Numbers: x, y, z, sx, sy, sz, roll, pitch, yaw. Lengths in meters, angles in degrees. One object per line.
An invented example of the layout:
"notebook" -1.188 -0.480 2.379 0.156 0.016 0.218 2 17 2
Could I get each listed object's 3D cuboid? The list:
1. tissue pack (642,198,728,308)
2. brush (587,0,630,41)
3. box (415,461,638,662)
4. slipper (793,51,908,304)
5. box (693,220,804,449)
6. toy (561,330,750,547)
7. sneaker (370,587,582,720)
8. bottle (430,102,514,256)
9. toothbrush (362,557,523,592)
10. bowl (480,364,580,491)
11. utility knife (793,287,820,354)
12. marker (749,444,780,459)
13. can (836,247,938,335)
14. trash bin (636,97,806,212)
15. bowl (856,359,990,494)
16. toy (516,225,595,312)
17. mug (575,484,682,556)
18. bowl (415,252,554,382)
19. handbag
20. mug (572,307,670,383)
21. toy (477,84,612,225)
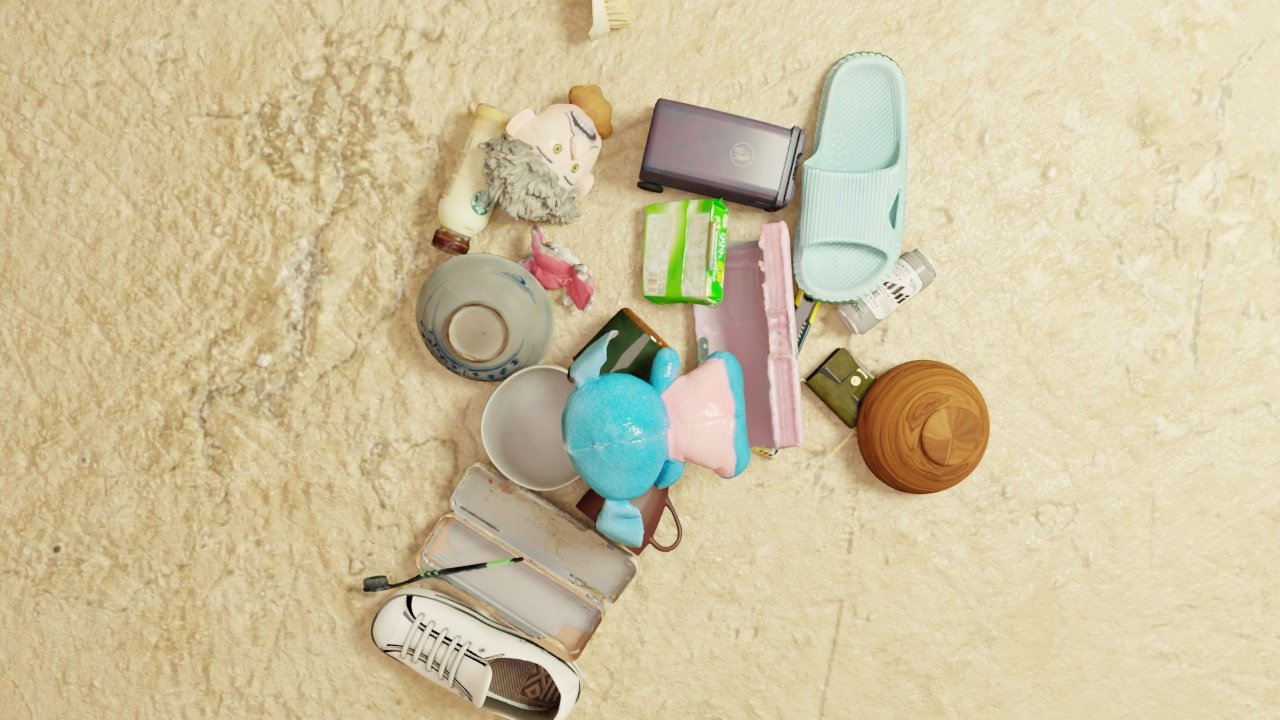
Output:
"tissue pack" 0.047 -0.115 0.973 0.100 0.034 0.114 7 94 42
"brush" -0.105 -0.452 0.977 0.077 0.062 0.272 -42 87 -13
"box" -0.125 0.221 1.013 0.216 0.063 0.157 32 114 0
"slipper" 0.225 -0.195 0.956 0.116 0.069 0.276 7 86 5
"box" 0.107 -0.020 0.963 0.115 0.099 0.232 -5 87 10
"toy" 0.018 0.077 0.907 0.191 0.099 0.224 -8 95 -10
"sneaker" -0.183 0.334 0.999 0.245 0.097 0.091 27 93 0
"bottle" -0.178 -0.191 0.989 0.056 0.056 0.162 23 94 0
"toothbrush" -0.217 0.230 0.999 0.188 0.014 0.017 -12 104 9
"bowl" -0.103 0.072 0.995 0.132 0.064 0.132 0 89 -1
"utility knife" 0.165 -0.017 1.007 0.029 0.020 0.198 21 95 2
"marker" 0.092 0.077 1.016 0.132 0.014 0.014 24 94 0
"can" 0.265 -0.074 0.987 0.106 0.044 0.044 -37 91 3
"trash bin" 0.085 -0.214 0.965 0.161 0.092 0.094 13 93 -3
"bowl" 0.310 0.075 0.967 0.147 0.069 0.147 -1 95 -10
"toy" -0.086 -0.097 1.000 0.102 0.050 0.066 38 128 6
"mug" 0.001 0.157 0.989 0.114 0.087 0.088 36 80 16
"bowl" -0.169 -0.037 0.978 0.151 0.056 0.151 0 110 -1
"handbag" 0.182 0.072 1.000 0.178 0.027 0.084 -45 91 0
"mug" -0.005 0.006 0.976 0.081 0.085 0.111 -47 70 2
"toy" -0.085 -0.218 0.968 0.076 0.132 0.175 23 73 43
